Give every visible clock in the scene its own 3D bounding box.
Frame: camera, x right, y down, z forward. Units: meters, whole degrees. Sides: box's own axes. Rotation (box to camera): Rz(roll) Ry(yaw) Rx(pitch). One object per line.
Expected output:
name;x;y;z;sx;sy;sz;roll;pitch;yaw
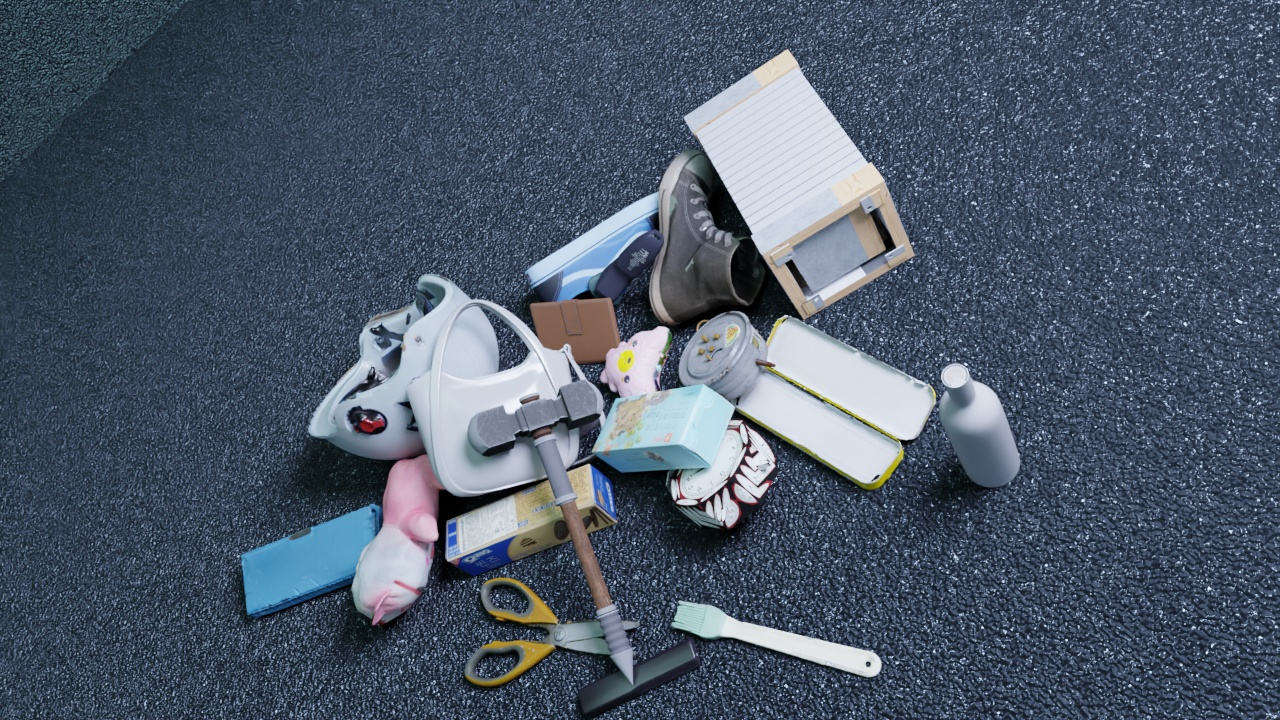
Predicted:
clock;0.086;0.121;0.988;0.114;0.065;0.155;-50;22;-3
clock;0.090;-0.010;1.047;0.104;0.056;0.147;-45;28;12

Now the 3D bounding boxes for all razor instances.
razor;-0.015;-0.115;1.120;0.143;0.047;0.052;-39;19;52

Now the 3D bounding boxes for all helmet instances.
helmet;-0.292;0.032;1.191;0.264;0.163;0.236;-43;23;10

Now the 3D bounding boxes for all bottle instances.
bottle;0.297;0.056;0.816;0.053;0.195;0.052;-14;57;23

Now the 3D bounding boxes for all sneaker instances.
sneaker;-0.027;-0.138;1.212;0.241;0.083;0.098;-33;96;-4
sneaker;0.087;-0.160;1.122;0.120;0.095;0.234;-8;60;33

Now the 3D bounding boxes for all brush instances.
brush;0.130;0.276;0.908;0.218;0.012;0.033;6;67;31

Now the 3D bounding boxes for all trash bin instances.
trash bin;0.181;-0.204;1.065;0.142;0.142;0.246;-31;52;12

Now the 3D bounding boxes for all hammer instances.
hammer;-0.067;0.185;0.982;0.156;0.043;0.322;-18;75;-16

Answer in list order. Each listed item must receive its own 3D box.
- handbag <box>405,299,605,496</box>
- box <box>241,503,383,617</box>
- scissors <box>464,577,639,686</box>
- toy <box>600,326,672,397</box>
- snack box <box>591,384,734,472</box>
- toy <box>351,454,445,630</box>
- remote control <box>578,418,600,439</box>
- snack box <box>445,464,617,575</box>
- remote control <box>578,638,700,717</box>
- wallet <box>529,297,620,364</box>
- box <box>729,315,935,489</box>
handbag;-0.162;0.036;1.079;0.215;0.096;0.222;-12;90;-13
box;-0.435;0.266;1.219;0.232;0.048;0.093;-22;56;18
scissors;-0.103;0.295;1.029;0.226;0.016;0.161;-18;56;20
toy;-0.007;0.006;1.114;0.093;0.050;0.102;6;72;33
snack box;0.022;0.078;1.012;0.175;0.053;0.074;-13;47;55
toy;-0.290;0.221;1.118;0.142;0.084;0.212;-29;44;64
remote control;-0.104;0.099;1.145;0.124;0.009;0.046;-42;51;3
snack box;-0.130;0.190;1.080;0.207;0.057;0.056;-24;51;18
remote control;-0.002;0.329;0.952;0.136;0.015;0.032;-30;53;13
wallet;-0.081;-0.036;1.173;0.121;0.087;0.013;-2;21;29
box;0.200;0.041;0.986;0.210;0.038;0.129;32;89;39
